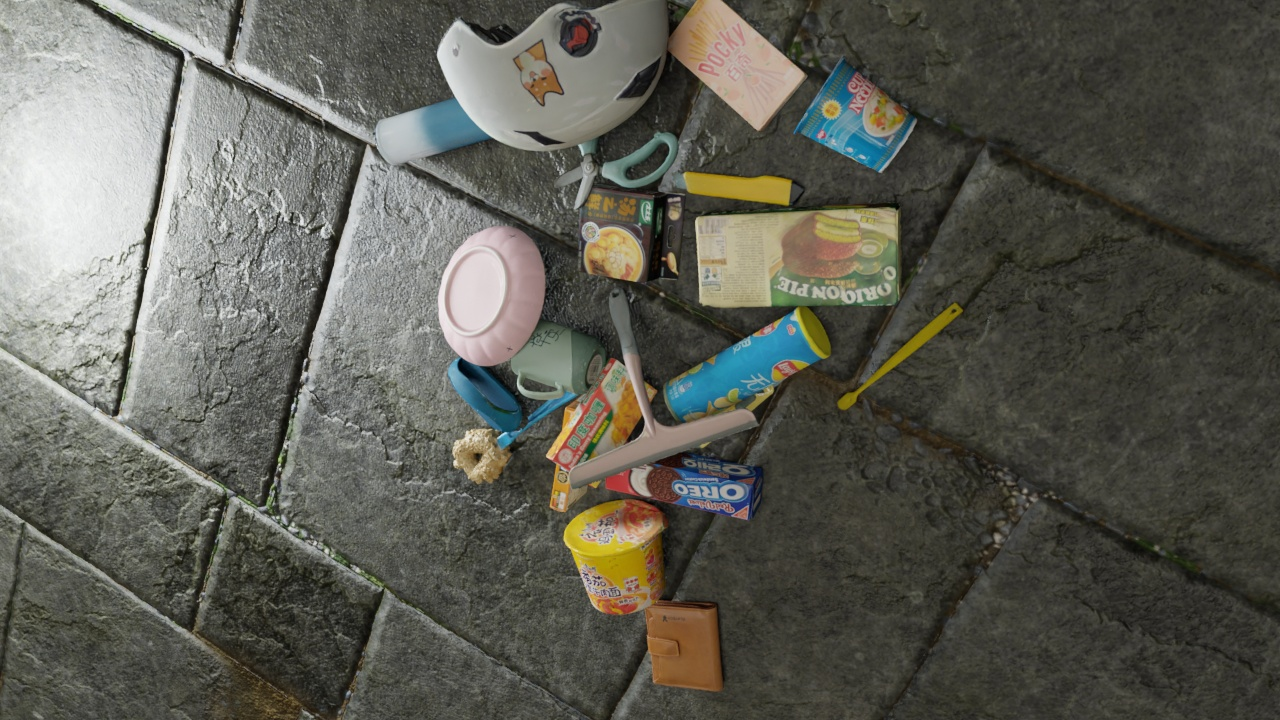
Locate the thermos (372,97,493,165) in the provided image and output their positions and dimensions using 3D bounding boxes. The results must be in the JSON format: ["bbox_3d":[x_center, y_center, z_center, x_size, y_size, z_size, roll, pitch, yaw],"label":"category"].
[{"bbox_3d":[-0.243,-0.311,1.208,0.221,0.070,0.070,-8,102,22],"label":"thermos"}]

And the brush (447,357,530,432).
[{"bbox_3d":[-0.220,0.047,1.281,0.144,0.073,0.055,41,103,23],"label":"brush"}]

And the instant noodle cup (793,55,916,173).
[{"bbox_3d":[0.245,-0.269,1.029,0.110,0.099,0.099,32,114,1],"label":"instant noodle cup"}]

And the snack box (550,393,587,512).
[{"bbox_3d":[-0.089,0.127,1.270,0.026,0.075,0.154,16,110,16],"label":"snack box"}]

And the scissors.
[{"bbox_3d":[-0.041,-0.278,1.146,0.170,0.019,0.181,-18,81,20],"label":"scissors"}]

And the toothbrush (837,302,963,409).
[{"bbox_3d":[0.313,-0.003,1.117,0.015,0.016,0.190,47,114,4],"label":"toothbrush"}]

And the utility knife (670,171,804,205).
[{"bbox_3d":[0.118,-0.215,1.129,0.171,0.015,0.033,11,103,19],"label":"utility knife"}]

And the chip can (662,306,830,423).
[{"bbox_3d":[0.131,0.011,1.154,0.211,0.071,0.071,-30,93,26],"label":"chip can"}]

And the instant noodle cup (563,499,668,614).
[{"bbox_3d":[-0.027,0.274,1.263,0.138,0.137,0.110,-4,112,21],"label":"instant noodle cup"}]

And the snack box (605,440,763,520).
[{"bbox_3d":[0.058,0.159,1.235,0.208,0.058,0.057,10,111,17],"label":"snack box"}]

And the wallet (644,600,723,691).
[{"bbox_3d":[0.063,0.409,1.321,0.108,0.031,0.132,-1,103,19],"label":"wallet"}]

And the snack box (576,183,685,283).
[{"bbox_3d":[-0.014,-0.163,1.178,0.126,0.053,0.113,11,109,23],"label":"snack box"}]

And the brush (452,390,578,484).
[{"bbox_3d":[-0.172,0.095,1.317,0.255,0.045,0.083,-36,87,21],"label":"brush"}]

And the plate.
[{"bbox_3d":[-0.209,-0.090,1.227,0.193,0.039,0.192,-7,78,36],"label":"plate"}]

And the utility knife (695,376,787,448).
[{"bbox_3d":[0.138,0.052,1.201,0.213,0.022,0.031,-41,88,20],"label":"utility knife"}]

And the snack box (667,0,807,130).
[{"bbox_3d":[0.112,-0.354,1.085,0.157,0.026,0.085,43,115,4],"label":"snack box"}]

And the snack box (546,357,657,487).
[{"bbox_3d":[-0.050,0.082,1.210,0.077,0.027,0.155,37,79,-26],"label":"snack box"}]

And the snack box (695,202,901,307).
[{"bbox_3d":[0.189,-0.126,1.102,0.240,0.063,0.114,0,105,20],"label":"snack box"}]

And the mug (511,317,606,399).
[{"bbox_3d":[-0.113,0.006,1.225,0.106,0.111,0.082,19,151,19],"label":"mug"}]

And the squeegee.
[{"bbox_3d":[-0.007,0.007,1.159,0.248,0.040,0.249,-21,64,12],"label":"squeegee"}]

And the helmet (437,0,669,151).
[{"bbox_3d":[-0.087,-0.326,1.055,0.274,0.229,0.157,-10,107,4],"label":"helmet"}]
